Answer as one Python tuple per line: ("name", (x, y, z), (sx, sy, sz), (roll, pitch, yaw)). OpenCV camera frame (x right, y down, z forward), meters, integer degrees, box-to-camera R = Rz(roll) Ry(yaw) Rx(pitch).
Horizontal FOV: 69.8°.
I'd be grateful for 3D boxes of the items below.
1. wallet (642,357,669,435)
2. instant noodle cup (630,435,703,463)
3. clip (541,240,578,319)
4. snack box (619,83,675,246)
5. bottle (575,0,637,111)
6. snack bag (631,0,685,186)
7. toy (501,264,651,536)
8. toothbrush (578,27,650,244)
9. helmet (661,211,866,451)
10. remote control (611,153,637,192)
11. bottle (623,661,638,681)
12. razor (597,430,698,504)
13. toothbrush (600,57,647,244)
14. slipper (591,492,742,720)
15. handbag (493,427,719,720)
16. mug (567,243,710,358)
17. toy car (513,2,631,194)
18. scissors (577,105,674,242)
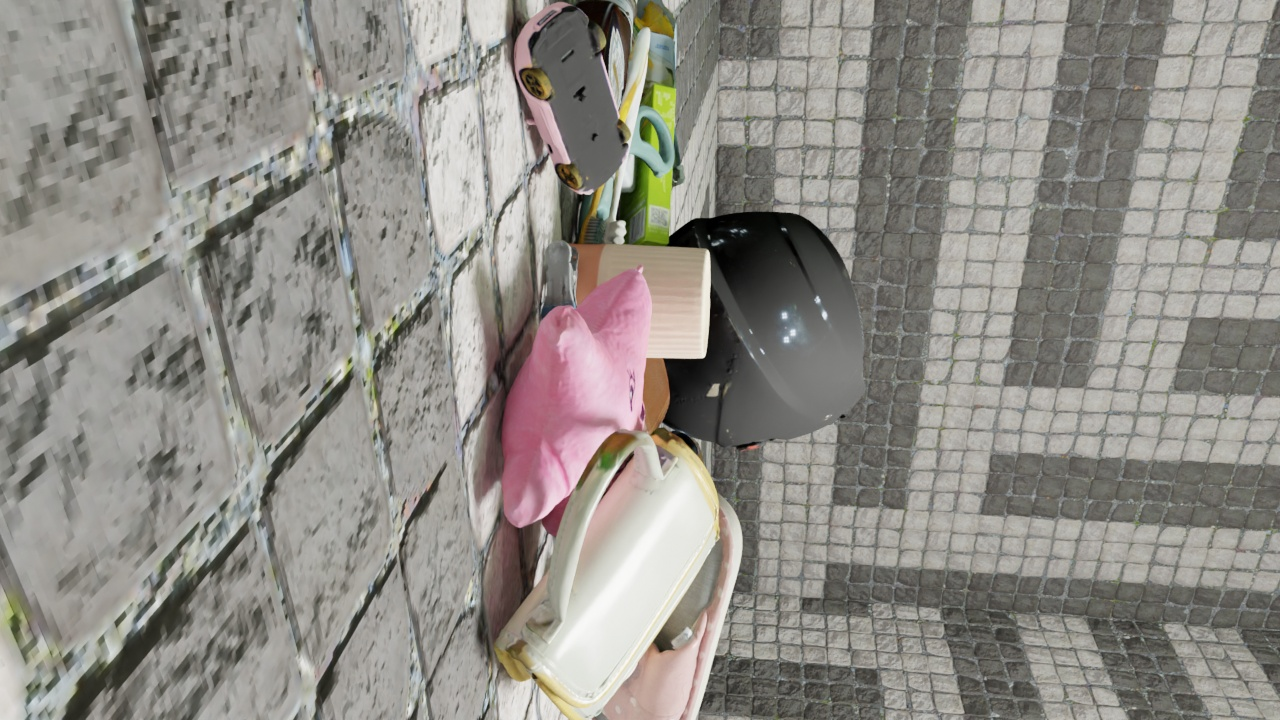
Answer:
("wallet", (-0.005, 0.005, 0.772), (0.124, 0.032, 0.101), (-56, 135, -70))
("instant noodle cup", (0.020, 0.141, 0.906), (0.118, 0.118, 0.114), (-71, 154, -66))
("clip", (-0.052, -0.051, 0.610), (0.036, 0.026, 0.058), (31, 61, -73))
("snack box", (0.005, -0.177, 0.888), (0.086, 0.026, 0.156), (154, -59, -68))
("bottle", (-0.029, -0.223, 0.664), (0.080, 0.044, 0.194), (85, 9, -45))
("snack bag", (0.017, -0.274, 0.948), (0.110, 0.038, 0.191), (54, -18, 34))
("toy", (-0.034, 0.018, 0.547), (0.195, 0.074, 0.178), (74, 35, -74))
("toothbrush", (-0.016, -0.171, 0.705), (0.016, 0.018, 0.191), (31, 72, -58))
("helmet", (0.088, -0.028, 0.931), (0.276, 0.229, 0.233), (-41, -119, 40))
("remote control", (-0.022, -0.198, 0.809), (0.136, 0.020, 0.055), (56, 36, -74))
("bottle", (-0.034, 0.195, 0.679), (0.063, 0.063, 0.108), (-80, 169, -45))
("razor", (-0.004, 0.100, 0.710), (0.167, 0.062, 0.068), (-34, 147, -54))
("toothbrush", (-0.009, -0.170, 0.720), (0.016, 0.016, 0.180), (28, 66, -51))
("slipper", (0.008, 0.226, 0.746), (0.054, 0.114, 0.275), (0, 118, -42))
("handbag", (-0.016, 0.119, 0.539), (0.163, 0.063, 0.179), (-52, 155, -23))
("mug", (-0.003, -0.045, 0.671), (0.114, 0.106, 0.082), (-57, 149, -75))
("toy car", (-0.042, -0.155, 0.552), (0.056, 0.037, 0.122), (-45, 146, -18))
("scissors", (-0.012, -0.143, 0.764), (0.169, 0.019, 0.171), (-29, 122, -58))
